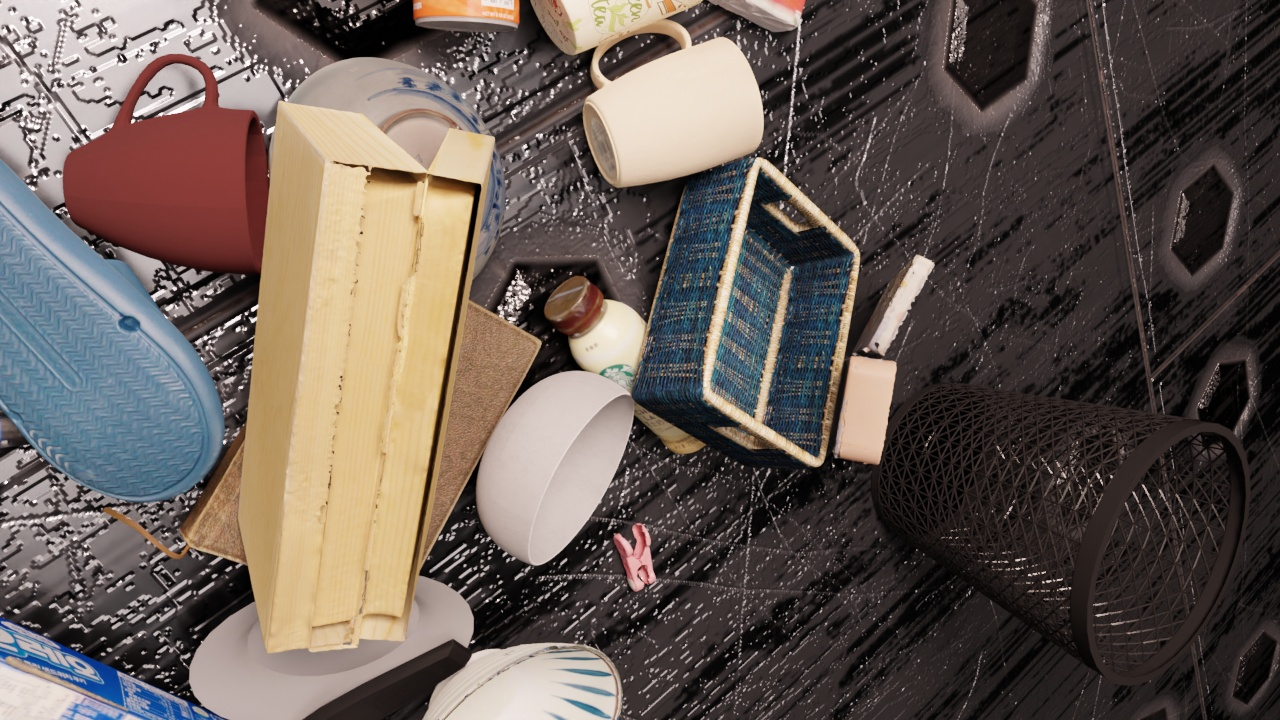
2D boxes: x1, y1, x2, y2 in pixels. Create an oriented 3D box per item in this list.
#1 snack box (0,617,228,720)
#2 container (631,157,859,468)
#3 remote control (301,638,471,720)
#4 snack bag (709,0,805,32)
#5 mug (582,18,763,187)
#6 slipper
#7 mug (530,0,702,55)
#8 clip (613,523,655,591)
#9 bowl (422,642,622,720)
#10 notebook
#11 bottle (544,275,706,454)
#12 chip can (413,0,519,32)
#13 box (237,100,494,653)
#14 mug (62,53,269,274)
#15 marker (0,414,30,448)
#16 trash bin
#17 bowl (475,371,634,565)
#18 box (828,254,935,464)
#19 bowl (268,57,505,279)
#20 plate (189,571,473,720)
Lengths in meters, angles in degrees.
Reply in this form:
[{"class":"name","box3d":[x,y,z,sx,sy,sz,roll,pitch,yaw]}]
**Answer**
[{"class":"snack box","box3d":[-0.326,0.206,0.526,0.226,0.059,0.059,45,75,-33]},{"class":"container","box3d":[0.081,-0.030,0.670,0.145,0.071,0.187,32,64,-38]},{"class":"remote control","box3d":[-0.174,0.227,0.624,0.125,0.010,0.039,-30,138,2]},{"class":"snack bag","box3d":[0.095,-0.306,0.663,0.077,0.036,0.116,13,96,-34]},{"class":"mug","box3d":[0.013,-0.178,0.627,0.104,0.085,0.111,-23,87,-13]},{"class":"slipper","box3d":[-0.292,-0.022,0.469,0.104,0.059,0.214,-30,105,16]},{"class":"mug","box3d":[-0.012,-0.245,0.568,0.097,0.122,0.081,-34,100,-12]},{"class":"clip","box3d":[-0.008,0.161,0.736,0.038,0.022,0.059,-29,118,-27]},{"class":"bowl","box3d":[-0.105,0.261,0.663,0.176,0.071,0.177,-20,126,-31]},{"class":"notebook","box3d":[-0.188,0.040,0.581,0.190,0.034,0.215,31,85,-34]},{"class":"bottle","box3d":[-0.004,0.004,0.673,0.056,0.056,0.162,-52,123,-10]},{"class":"chip can","box3d":[-0.101,-0.302,0.525,0.062,0.062,0.210,-7,107,-31]},{"class":"box","box3d":[-0.131,0.010,0.476,0.122,0.140,0.249,-1,115,-34]},{"class":"mug","box3d":[-0.248,-0.103,0.482,0.088,0.087,0.114,-1,98,-14]},{"class":"marker","box3d":[-0.334,0.038,0.501,0.122,0.015,0.018,-5,105,-33]},{"class":"trash bin","box3d":[0.353,0.127,0.816,0.216,0.243,0.217,-9,108,-30]},{"class":"bowl","box3d":[-0.065,0.066,0.627,0.131,0.064,0.132,-54,161,-28]},{"class":"box","box3d":[0.185,-0.001,0.716,0.058,0.216,0.154,14,92,11]},{"class":"bowl","box3d":[-0.135,-0.109,0.539,0.150,0.057,0.150,2,86,-36]},{"class":"plate","box3d":[-0.196,0.183,0.594,0.172,0.019,0.173,-14,136,-14]}]
